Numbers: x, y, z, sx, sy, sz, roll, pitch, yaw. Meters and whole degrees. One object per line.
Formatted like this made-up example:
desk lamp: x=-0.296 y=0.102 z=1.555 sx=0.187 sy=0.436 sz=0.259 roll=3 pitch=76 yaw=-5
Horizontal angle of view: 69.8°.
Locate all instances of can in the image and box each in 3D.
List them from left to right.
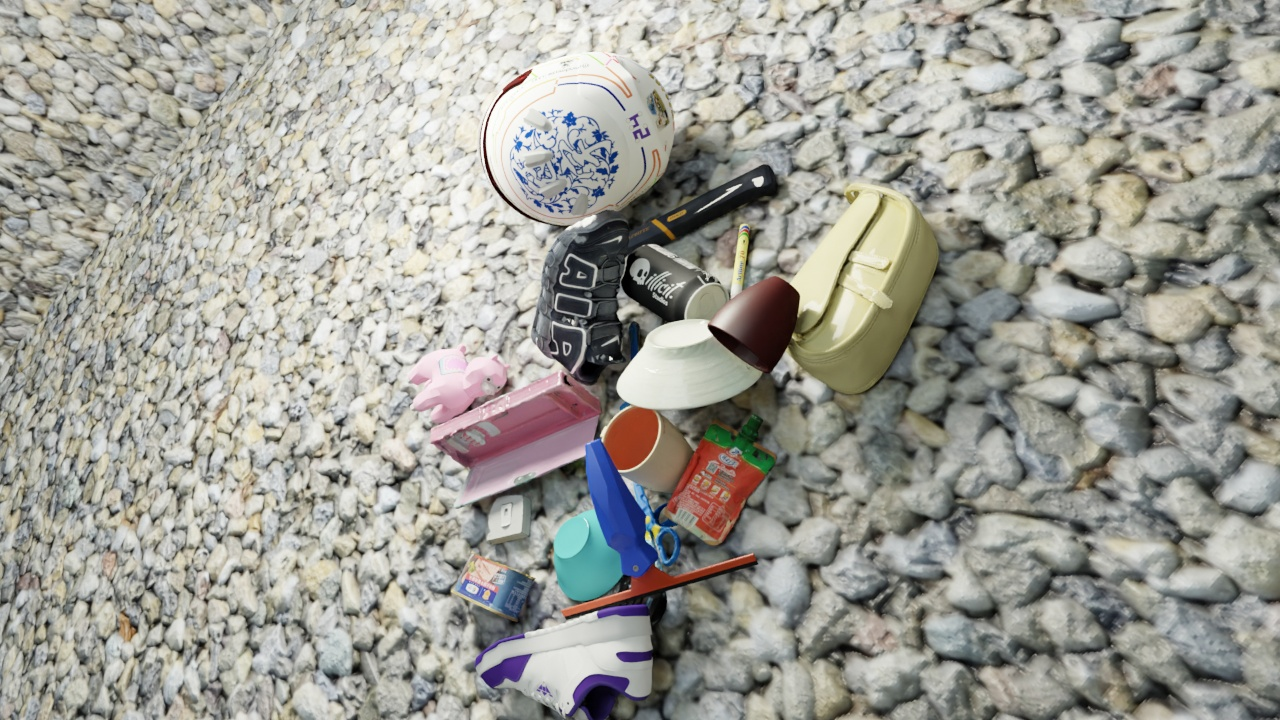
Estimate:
can: x=-0.186 y=0.285 z=1.161 sx=0.100 sy=0.054 sz=0.059 roll=10 pitch=69 yaw=40
can: x=0.042 y=-0.093 z=1.195 sx=0.080 sy=0.080 sz=0.146 roll=-53 pitch=45 yaw=-2

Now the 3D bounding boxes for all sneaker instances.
sneaker: x=-0.081 y=0.354 z=1.027 sx=0.245 sy=0.091 sz=0.111 roll=-26 pitch=66 yaw=32
sneaker: x=-0.058 y=-0.065 z=1.196 sx=0.150 sy=0.097 sz=0.253 roll=52 pitch=137 yaw=29

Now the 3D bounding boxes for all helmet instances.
helmet: x=-0.104 y=-0.309 z=1.318 sx=0.315 sy=0.231 sz=0.235 roll=-19 pitch=25 yaw=17

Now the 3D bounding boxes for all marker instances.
marker: x=0.129 y=-0.119 z=1.193 sx=0.014 sy=0.014 sz=0.132 roll=-8 pitch=60 yaw=34

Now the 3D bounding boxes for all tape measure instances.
tape measure: x=-0.175 y=0.210 z=1.220 sx=0.060 sy=0.020 sz=0.062 roll=-18 pitch=55 yaw=28

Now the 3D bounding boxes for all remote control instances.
remote control: x=-0.028 y=0.273 z=1.072 sx=0.141 sy=0.021 sz=0.045 roll=7 pitch=66 yaw=45

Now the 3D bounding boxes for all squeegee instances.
squeegee: x=-0.020 y=0.176 z=1.012 sx=0.250 sy=0.055 sz=0.185 roll=-22 pitch=88 yaw=24

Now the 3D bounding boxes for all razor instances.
razor: x=-0.007 y=0.007 z=1.217 sx=0.044 sy=0.018 sz=0.140 roll=-39 pitch=39 yaw=46

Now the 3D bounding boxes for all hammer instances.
hammer: x=0.047 y=-0.185 z=1.283 sx=0.313 sy=0.035 sz=0.139 roll=-22 pitch=51 yaw=25

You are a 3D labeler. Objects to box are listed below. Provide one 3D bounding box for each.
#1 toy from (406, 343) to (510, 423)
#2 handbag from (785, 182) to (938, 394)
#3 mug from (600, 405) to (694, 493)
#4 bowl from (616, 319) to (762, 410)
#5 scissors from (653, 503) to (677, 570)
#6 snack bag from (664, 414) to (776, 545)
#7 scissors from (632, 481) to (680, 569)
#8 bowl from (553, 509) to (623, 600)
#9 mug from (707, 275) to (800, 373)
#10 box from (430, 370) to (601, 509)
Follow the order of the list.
toy: x=-0.271 y=0.027 z=1.373 sx=0.158 sy=0.067 sz=0.123 roll=-31 pitch=48 yaw=14
handbag: x=0.240 y=-0.093 z=1.045 sx=0.233 sy=0.088 sz=0.191 roll=-53 pitch=43 yaw=-1
mug: x=0.005 y=0.107 z=1.088 sx=0.112 sy=0.104 sz=0.085 roll=14 pitch=72 yaw=42
bowl: x=0.054 y=-0.006 z=1.083 sx=0.177 sy=0.058 sz=0.176 roll=-9 pitch=22 yaw=4
scissors: x=-0.001 y=0.204 z=1.100 sx=0.130 sy=0.014 sz=0.115 roll=30 pitch=88 yaw=48
snack bag: x=0.095 y=0.129 z=1.047 sx=0.087 sy=0.044 sz=0.155 roll=29 pitch=84 yaw=19
scissors: x=0.011 y=0.190 z=1.078 sx=0.061 sy=0.023 sz=0.126 roll=-36 pitch=44 yaw=20
bowl: x=-0.069 y=0.221 z=1.098 sx=0.121 sy=0.046 sz=0.121 roll=-25 pitch=44 yaw=27
mug: x=0.131 y=-0.047 z=1.019 sx=0.088 sy=0.087 sz=0.114 roll=-52 pitch=11 yaw=-6
box: x=-0.169 y=0.115 z=1.223 sx=0.233 sy=0.099 sz=0.112 roll=-23 pitch=48 yaw=23
